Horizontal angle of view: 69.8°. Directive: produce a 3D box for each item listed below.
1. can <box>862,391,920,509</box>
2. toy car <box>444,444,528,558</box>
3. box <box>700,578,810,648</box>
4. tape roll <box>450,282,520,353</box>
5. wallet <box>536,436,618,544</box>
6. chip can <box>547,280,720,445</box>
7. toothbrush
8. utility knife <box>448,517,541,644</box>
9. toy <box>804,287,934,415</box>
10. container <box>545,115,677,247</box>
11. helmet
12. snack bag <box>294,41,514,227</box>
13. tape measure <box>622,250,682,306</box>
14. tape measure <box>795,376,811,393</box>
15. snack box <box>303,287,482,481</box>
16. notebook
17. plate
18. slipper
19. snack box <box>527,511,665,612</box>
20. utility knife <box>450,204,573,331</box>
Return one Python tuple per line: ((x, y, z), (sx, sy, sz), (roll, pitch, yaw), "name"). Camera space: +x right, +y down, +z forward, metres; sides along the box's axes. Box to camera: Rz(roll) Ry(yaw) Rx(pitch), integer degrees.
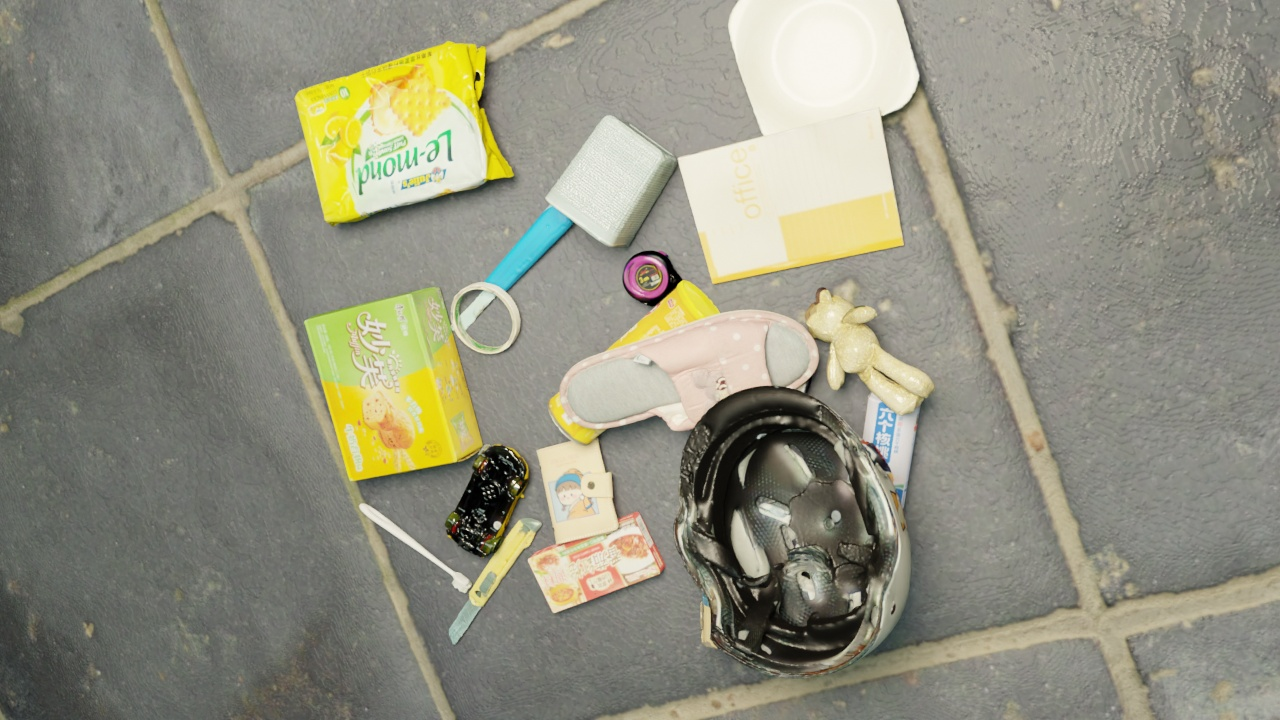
((0.257, 0.094, 0.960), (0.053, 0.053, 0.135), (9, 102, 15), "can")
((-0.183, 0.170, 1.114), (0.071, 0.041, 0.156), (29, 108, 10), "toy car")
((0.161, 0.279, 1.006), (0.184, 0.089, 0.062), (-1, 99, 15), "box")
((-0.183, -0.050, 1.079), (0.086, 0.013, 0.086), (8, 114, 17), "tape roll")
((-0.071, 0.151, 1.078), (0.087, 0.024, 0.115), (-16, 80, 21), "wallet")
((-0.006, 0.006, 1.014), (0.214, 0.072, 0.072), (-41, 87, 19), "chip can")
((-0.290, 0.239, 1.174), (0.180, 0.016, 0.016), (35, 114, 7), "toothbrush")
((-0.187, 0.276, 1.153), (0.031, 0.022, 0.216), (39, 113, 13), "utility knife")
((0.227, -0.010, 0.923), (0.157, 0.066, 0.105), (48, 146, 33), "toy")
((-0.026, -0.192, 0.978), (0.090, 0.089, 0.111), (37, 104, 7), "container")
((0.165, 0.169, 0.912), (0.231, 0.156, 0.273), (-30, 62, 29), "helmet")
((-0.273, -0.256, 1.050), (0.247, 0.068, 0.158), (-10, 96, 18), "snack bag")
((0.010, -0.092, 1.009), (0.058, 0.039, 0.057), (46, 109, 0), "tape measure")
((0.151, 0.016, 0.989), (0.066, 0.033, 0.066), (-2, 97, 19), "tape measure")
((-0.298, 0.030, 1.109), (0.158, 0.070, 0.210), (-12, 97, 19), "snack box")
((0.155, -0.165, 0.947), (0.207, 0.010, 0.146), (-10, 114, 18), "notebook")
((0.182, -0.308, 0.919), (0.164, 0.034, 0.164), (-17, 95, 19), "plate")
((0.047, 0.019, 0.948), (0.275, 0.054, 0.114), (-11, 116, 10), "slipper")
((-0.053, 0.242, 1.097), (0.153, 0.025, 0.075), (-25, 92, 19), "snack box")
((-0.154, -0.103, 1.068), (0.034, 0.018, 0.219), (47, 113, 0), "utility knife")
